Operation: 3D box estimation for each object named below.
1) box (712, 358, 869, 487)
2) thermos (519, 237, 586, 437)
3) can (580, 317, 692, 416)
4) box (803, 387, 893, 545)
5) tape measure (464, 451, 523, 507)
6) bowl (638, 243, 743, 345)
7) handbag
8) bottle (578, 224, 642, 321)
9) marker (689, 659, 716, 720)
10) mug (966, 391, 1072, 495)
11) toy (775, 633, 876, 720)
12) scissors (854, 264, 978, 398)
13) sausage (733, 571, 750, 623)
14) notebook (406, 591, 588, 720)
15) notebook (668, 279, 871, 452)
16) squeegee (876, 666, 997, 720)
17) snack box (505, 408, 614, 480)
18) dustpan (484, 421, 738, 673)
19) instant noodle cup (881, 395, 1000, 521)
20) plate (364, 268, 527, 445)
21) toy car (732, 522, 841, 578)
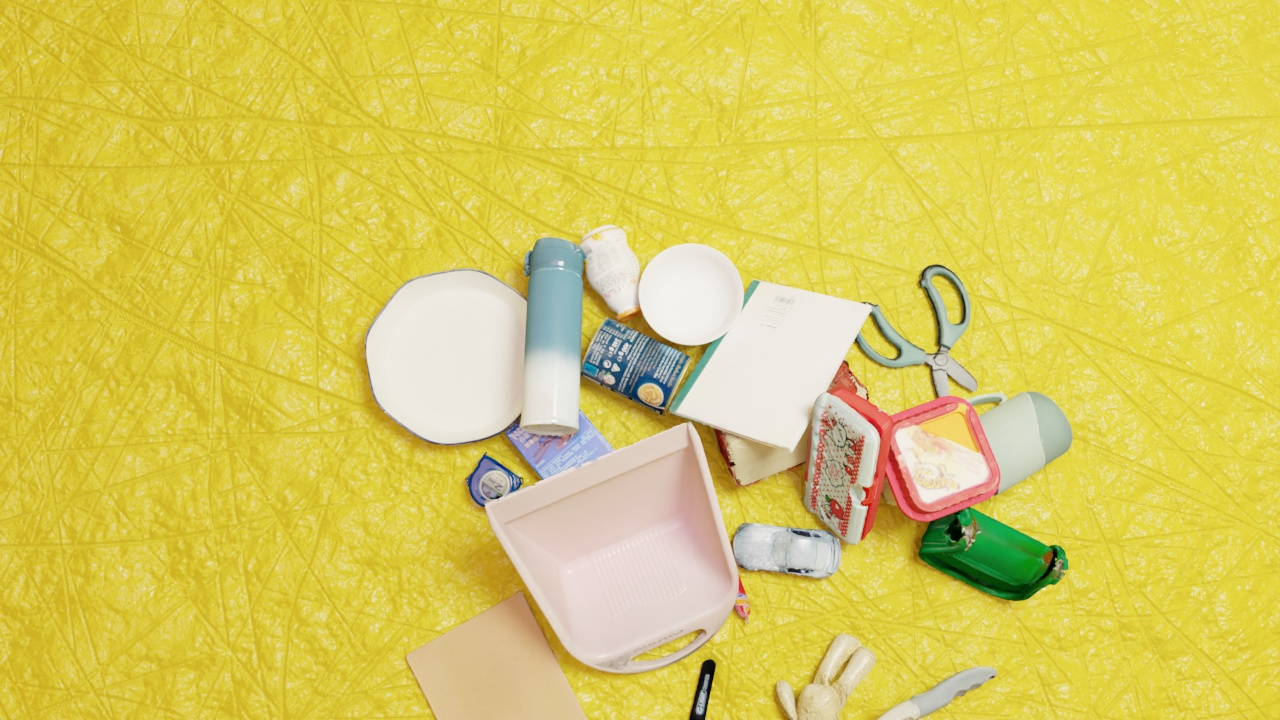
[{"bbox_3d":[0.169,0.071,1.014,0.168,0.091,0.079,-21,41,-4],"label":"box"},{"bbox_3d":[-0.098,-0.029,1.018,0.070,0.070,0.220,0,74,0],"label":"thermos"},{"bbox_3d":[-0.006,0.006,1.044,0.111,0.075,0.075,26,82,4],"label":"can"},{"bbox_3d":[0.212,0.116,0.969,0.048,0.201,0.087,-37,53,-26],"label":"box"},{"bbox_3d":[-0.169,0.142,1.048,0.058,0.025,0.054,34,84,9],"label":"tape measure"},{"bbox_3d":[0.057,-0.069,1.061,0.118,0.065,0.118,0,79,1],"label":"bowl"},{"bbox_3d":[0.377,0.207,0.991,0.131,0.120,0.068,25,77,4],"label":"handbag"},{"bbox_3d":[-0.031,-0.100,1.067,0.063,0.063,0.108,-21,81,-4],"label":"bottle"},{"bbox_3d":[0.064,0.392,1.013,0.018,0.015,0.124,14,80,-1],"label":"marker"},{"bbox_3d":[0.411,0.081,1.037,0.106,0.082,0.111,-30,51,-4],"label":"mug"},{"bbox_3d":[0.201,0.373,0.999,0.105,0.066,0.157,25,75,37],"label":"toy"},{"bbox_3d":[0.344,-0.040,1.082,0.174,0.019,0.177,37,82,7],"label":"scissors"},{"bbox_3d":[0.093,0.223,1.039,0.020,0.020,0.156,-22,82,-4],"label":"sausage"},{"bbox_3d":[-0.149,0.384,1.018,0.147,0.008,0.207,-29,82,-5],"label":"notebook"},{"bbox_3d":[0.144,-0.002,1.013,0.150,0.012,0.208,17,58,32],"label":"notebook"},{"bbox_3d":[0.287,0.379,0.972,0.246,0.247,0.039,-23,52,-27],"label":"squeegee"},{"bbox_3d":[-0.073,0.117,1.051,0.084,0.026,0.157,-40,83,-6],"label":"snack box"},{"bbox_3d":[-0.004,0.214,0.949,0.222,0.274,0.138,-24,57,-1],"label":"dustpan"},{"bbox_3d":[0.308,0.110,1.002,0.116,0.124,0.116,-19,82,-7],"label":"instant noodle cup"},{"bbox_3d":[-0.211,-0.003,1.061,0.205,0.045,0.204,0,82,-1],"label":"plate"},{"bbox_3d":[0.164,0.213,1.033,0.121,0.037,0.054,6,82,4],"label":"toy car"}]
